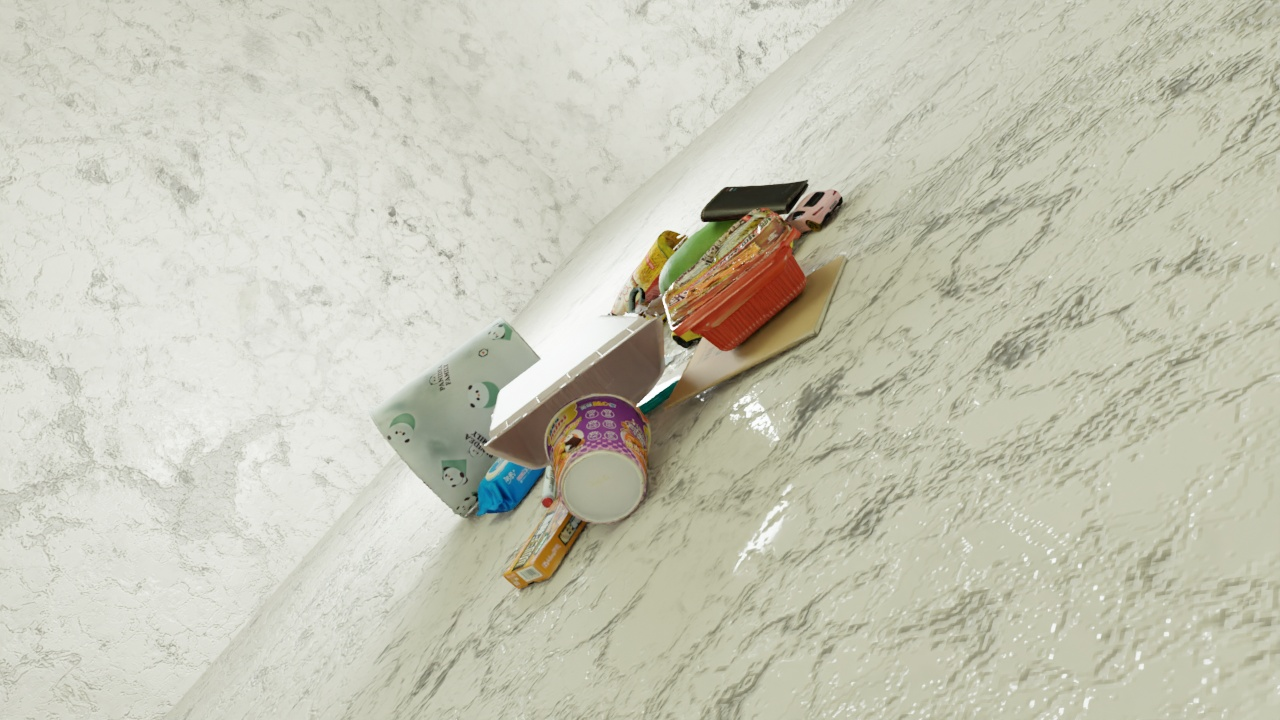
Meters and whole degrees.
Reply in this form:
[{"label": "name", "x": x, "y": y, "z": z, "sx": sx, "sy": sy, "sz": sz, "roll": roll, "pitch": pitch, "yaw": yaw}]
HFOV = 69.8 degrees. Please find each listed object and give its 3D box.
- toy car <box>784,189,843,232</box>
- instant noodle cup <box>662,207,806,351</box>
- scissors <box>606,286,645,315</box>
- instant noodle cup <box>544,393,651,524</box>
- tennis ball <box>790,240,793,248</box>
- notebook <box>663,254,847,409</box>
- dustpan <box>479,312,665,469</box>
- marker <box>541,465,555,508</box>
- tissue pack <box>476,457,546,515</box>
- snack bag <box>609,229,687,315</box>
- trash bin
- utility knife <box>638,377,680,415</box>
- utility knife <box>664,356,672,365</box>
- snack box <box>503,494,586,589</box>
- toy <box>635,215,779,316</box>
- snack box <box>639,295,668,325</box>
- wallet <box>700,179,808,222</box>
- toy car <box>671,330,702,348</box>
[{"label": "toy car", "x": 0.212, "y": -0.188, "z": 1.169, "sx": 0.056, "sy": 0.037, "sz": 0.122, "roll": -47, "pitch": 11, "yaw": -15}, {"label": "instant noodle cup", "x": 0.106, "y": -0.083, "z": 0.996, "sx": 0.165, "sy": 0.079, "sz": 0.188, "roll": -40, "pitch": 13, "yaw": 10}, {"label": "scissors", "x": -0.023, "y": -0.033, "z": 1.340, "sx": 0.159, "sy": 0.014, "sz": 0.174, "roll": 13, "pitch": 78, "yaw": 61}, {"label": "instant noodle cup", "x": -0.041, "y": 0.101, "z": 0.909, "sx": 0.112, "sy": 0.111, "sz": 0.099, "roll": -43, "pitch": 19, "yaw": 13}, {"label": "tennis ball", "x": 0.158, "y": -0.148, "z": 1.148, "sx": 0.065, "sy": 0.065, "sz": 0.065, "roll": -43, "pitch": 12, "yaw": 11}, {"label": "notebook", "x": 0.121, "y": -0.028, "z": 0.978, "sx": 0.208, "sy": 0.008, "sz": 0.147, "roll": -30, "pitch": 19, "yaw": 40}, {"label": "dustpan", "x": -0.052, "y": 0.052, "z": 1.035, "sx": 0.222, "sy": 0.139, "sz": 0.273, "roll": -36, "pitch": 14, "yaw": -2}, {"label": "marker", "x": -0.116, "y": 0.156, "z": 1.183, "sx": 0.017, "sy": 0.017, "sz": 0.145, "roll": -44, "pitch": 12, "yaw": 7}, {"label": "tissue pack", "x": -0.174, "y": 0.152, "z": 1.296, "sx": 0.156, "sy": 0.052, "sz": 0.095, "roll": -53, "pitch": 12, "yaw": -26}, {"label": "snack bag", "x": 0.000, "y": -0.110, "z": 1.439, "sx": 0.208, "sy": 0.073, "sz": 0.128, "roll": -45, "pitch": 10, "yaw": 38}, {"label": "trash bin", "x": -0.255, "y": 0.081, "z": 1.449, "sx": 0.251, "sy": 0.229, "sz": 0.230, "roll": -41, "pitch": 11, "yaw": -8}, {"label": "utility knife", "x": 0.053, "y": 0.024, "z": 1.057, "sx": 0.206, "sy": 0.013, "sz": 0.029, "roll": -37, "pitch": 17, "yaw": 29}, {"label": "utility knife", "x": -0.008, "y": 0.007, "z": 1.269, "sx": 0.165, "sy": 0.018, "sz": 0.030, "roll": 1, "pitch": 55, "yaw": 51}, {"label": "snack box", "x": -0.084, "y": 0.174, "z": 0.988, "sx": 0.075, "sy": 0.026, "sz": 0.153, "roll": -32, "pitch": 18, "yaw": 50}, {"label": "toy", "x": 0.097, "y": -0.136, "z": 1.260, "sx": 0.247, "sy": 0.090, "sz": 0.227, "roll": -42, "pitch": 1, "yaw": 0}, {"label": "snack box", "x": 0.003, "y": -0.060, "z": 1.460, "sx": 0.086, "sy": 0.034, "sz": 0.141, "roll": -48, "pitch": 11, "yaw": -16}, {"label": "wallet", "x": 0.150, "y": -0.210, "z": 1.203, "sx": 0.122, "sy": 0.020, "sz": 0.096, "roll": 0, "pitch": 34, "yaw": 31}, {"label": "toy car", "x": 0.081, "y": -0.054, "z": 1.157, "sx": 0.071, "sy": 0.041, "sz": 0.156, "roll": -49, "pitch": 11, "yaw": -19}]
